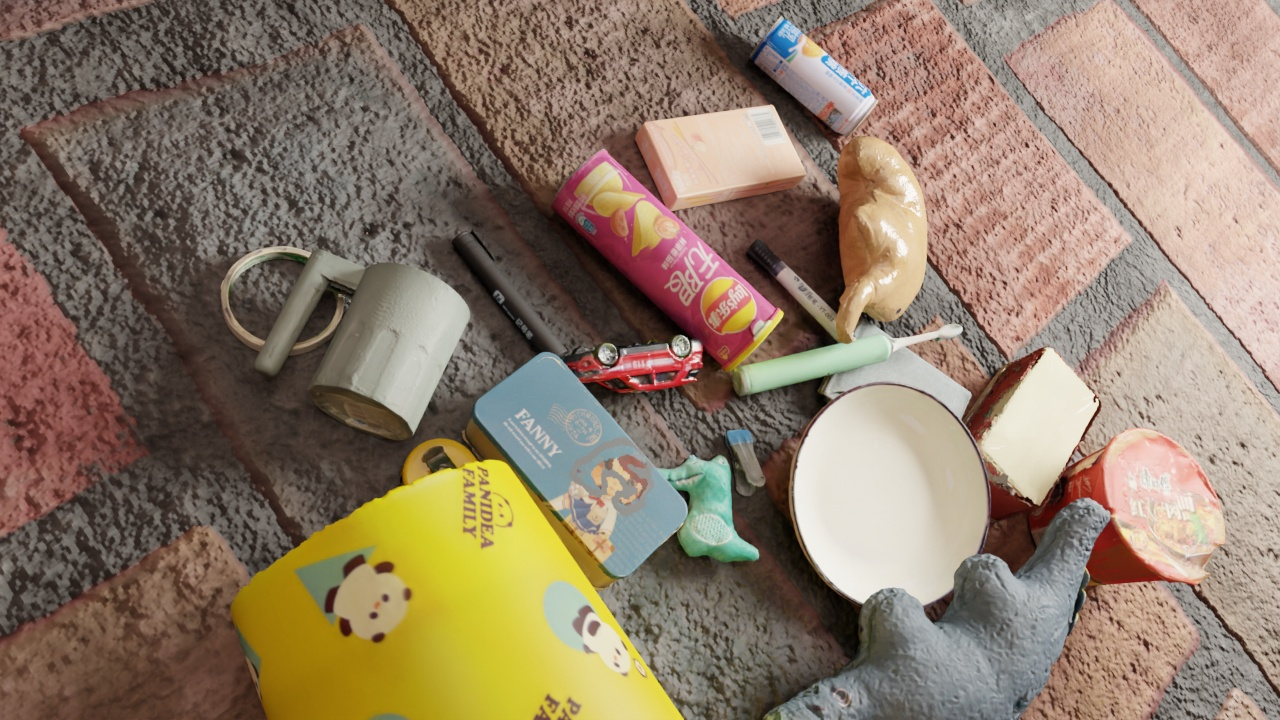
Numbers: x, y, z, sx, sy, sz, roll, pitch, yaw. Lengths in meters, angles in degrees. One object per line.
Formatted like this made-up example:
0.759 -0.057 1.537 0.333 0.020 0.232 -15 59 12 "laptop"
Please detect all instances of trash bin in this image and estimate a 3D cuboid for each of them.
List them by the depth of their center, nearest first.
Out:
-0.094 0.212 0.530 0.229 0.230 0.255 -24 73 -29 "trash bin"

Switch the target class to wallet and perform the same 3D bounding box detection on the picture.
0.236 0.032 0.846 0.129 0.037 0.106 35 59 -3 "wallet"

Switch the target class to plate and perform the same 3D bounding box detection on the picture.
0.206 0.115 0.781 0.192 0.039 0.192 3 80 -18 "plate"

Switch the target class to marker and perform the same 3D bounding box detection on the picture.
-0.107 -0.052 0.751 0.022 0.020 0.132 -37 84 -22 "marker"
0.148 -0.063 0.852 0.022 0.018 0.130 -41 76 -4 "marker"

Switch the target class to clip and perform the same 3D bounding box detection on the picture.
0.088 0.085 0.774 0.024 0.029 0.056 0 57 -25 "clip"

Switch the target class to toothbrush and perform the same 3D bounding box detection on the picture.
0.188 -0.005 0.820 0.224 0.027 0.026 -13 65 -12 "toothbrush"

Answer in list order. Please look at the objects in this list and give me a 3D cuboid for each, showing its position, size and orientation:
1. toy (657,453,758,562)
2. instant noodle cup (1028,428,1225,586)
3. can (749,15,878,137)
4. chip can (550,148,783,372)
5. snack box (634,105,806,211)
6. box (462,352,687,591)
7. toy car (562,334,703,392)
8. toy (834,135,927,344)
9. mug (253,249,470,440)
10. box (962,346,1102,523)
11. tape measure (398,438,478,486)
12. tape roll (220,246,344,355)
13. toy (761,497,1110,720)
0.048 0.115 0.738 0.096 0.030 0.091 9 60 -11 "toy"
0.434 0.142 0.839 0.137 0.109 0.137 9 65 -19 "instant noodle cup"
0.181 -0.295 0.958 0.134 0.053 0.053 39 59 -3 "can"
0.022 -0.085 0.789 0.210 0.072 0.071 42 59 0 "chip can"
0.079 -0.198 0.889 0.157 0.026 0.084 -15 75 -27 "snack box"
-0.054 0.079 0.692 0.184 0.060 0.089 48 58 1 "box"
-0.005 0.004 0.749 0.120 0.053 0.045 -4 88 -29 "toy car"
0.222 -0.100 0.857 0.143 0.083 0.225 39 48 -38 "toy"
-0.199 -0.013 0.660 0.124 0.084 0.103 22 63 -7 "mug"
0.362 0.064 0.863 0.091 0.077 0.167 46 58 1 "box"
-0.145 0.085 0.668 0.059 0.029 0.057 -37 84 -31 "tape measure"
-0.266 -0.045 0.684 0.085 0.014 0.085 9 65 -19 "tape roll"
0.247 0.232 0.720 0.355 0.091 0.138 -22 105 -22 "toy"
